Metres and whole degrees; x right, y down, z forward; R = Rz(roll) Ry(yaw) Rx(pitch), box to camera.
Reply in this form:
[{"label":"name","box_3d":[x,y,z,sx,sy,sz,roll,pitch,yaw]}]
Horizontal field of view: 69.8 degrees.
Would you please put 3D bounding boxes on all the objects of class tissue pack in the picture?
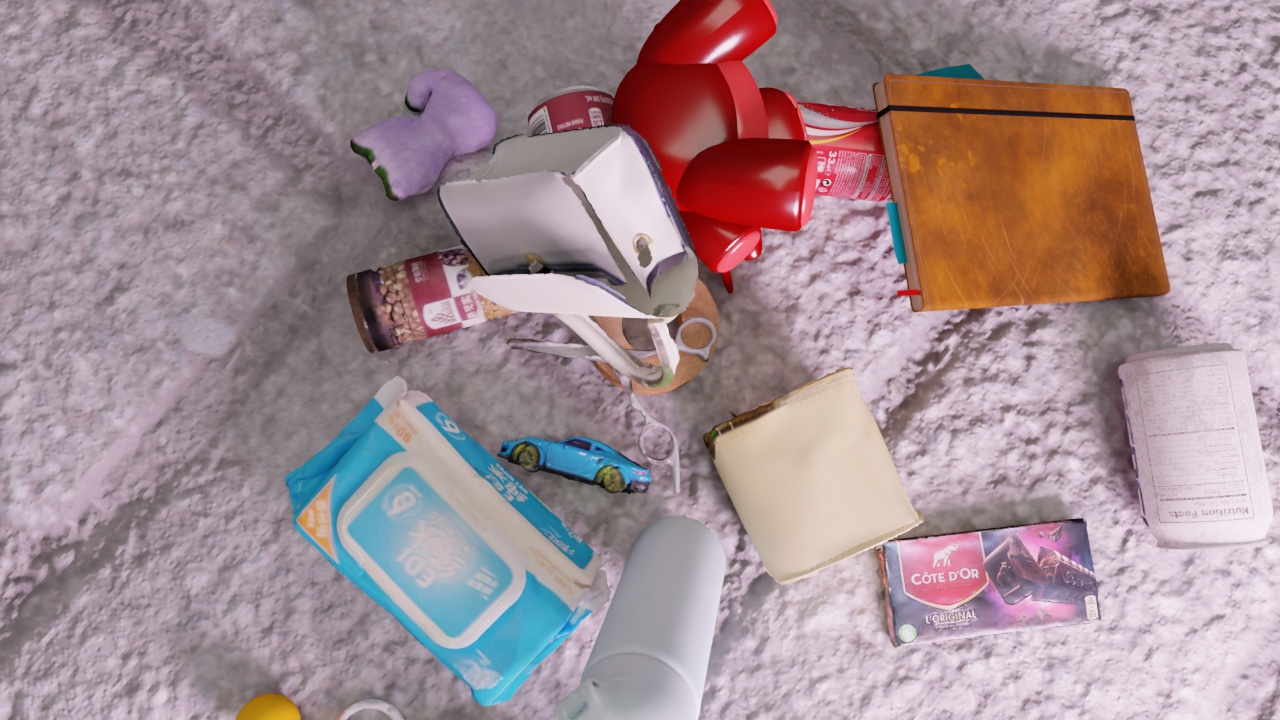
[{"label":"tissue pack","box_3d":[-0.127,0.114,0.594,0.209,0.066,0.117,44,97,4]}]

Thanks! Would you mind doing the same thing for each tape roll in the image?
[{"label":"tape roll","box_3d":[0.007,-0.023,0.649,0.094,0.027,0.094,1,82,-4]}]

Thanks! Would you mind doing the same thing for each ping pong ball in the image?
[{"label":"ping pong ball","box_3d":[-0.239,0.235,0.589,0.040,0.040,0.040,1,82,-4]}]

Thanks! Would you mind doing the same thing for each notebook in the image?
[{"label":"notebook","box_3d":[0.268,-0.127,0.652,0.249,0.014,0.178,-5,82,-23]}]

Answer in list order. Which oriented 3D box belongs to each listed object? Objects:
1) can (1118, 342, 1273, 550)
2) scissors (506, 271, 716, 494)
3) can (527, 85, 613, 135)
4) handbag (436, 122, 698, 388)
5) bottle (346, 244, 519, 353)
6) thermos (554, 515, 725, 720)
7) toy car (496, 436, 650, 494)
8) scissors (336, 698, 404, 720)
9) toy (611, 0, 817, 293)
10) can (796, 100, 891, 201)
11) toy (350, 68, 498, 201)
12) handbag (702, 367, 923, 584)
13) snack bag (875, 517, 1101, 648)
[{"label":"can","box_3d":[0.387,0.060,0.642,0.078,0.078,0.136,-5,83,-5]},{"label":"scissors","box_3d":[-0.012,0.012,0.619,0.141,0.014,0.171,-13,79,-8]},{"label":"can","box_3d":[-0.037,-0.128,0.642,0.063,0.063,0.114,-13,83,-6]},{"label":"handbag","box_3d":[-0.034,-0.045,0.551,0.073,0.151,0.176,-45,122,-26]},{"label":"bottle","box_3d":[-0.140,-0.045,0.627,0.105,0.056,0.056,-16,84,-7]},{"label":"thermos","box_3d":[0.009,0.164,0.532,0.078,0.206,0.065,44,109,-5]},{"label":"toy car","box_3d":[-0.044,0.068,0.623,0.105,0.048,0.032,13,81,-2]},{"label":"scissors","box_3d":[-0.145,0.266,0.607,0.131,0.012,0.073,14,82,-2]},{"label":"toy","box_3d":[0.047,-0.133,0.581,0.120,0.197,0.158,-18,83,3]},{"label":"can","box_3d":[0.141,-0.150,0.659,0.105,0.064,0.064,5,82,-4]},{"label":"toy","box_3d":[-0.155,-0.164,0.654,0.099,0.036,0.080,-37,76,-13]},{"label":"handbag","box_3d":[0.114,0.075,0.622,0.111,0.081,0.119,-25,86,0]},{"label":"snack bag","box_3d":[0.247,0.156,0.650,0.155,0.018,0.074,-6,84,-4]}]
